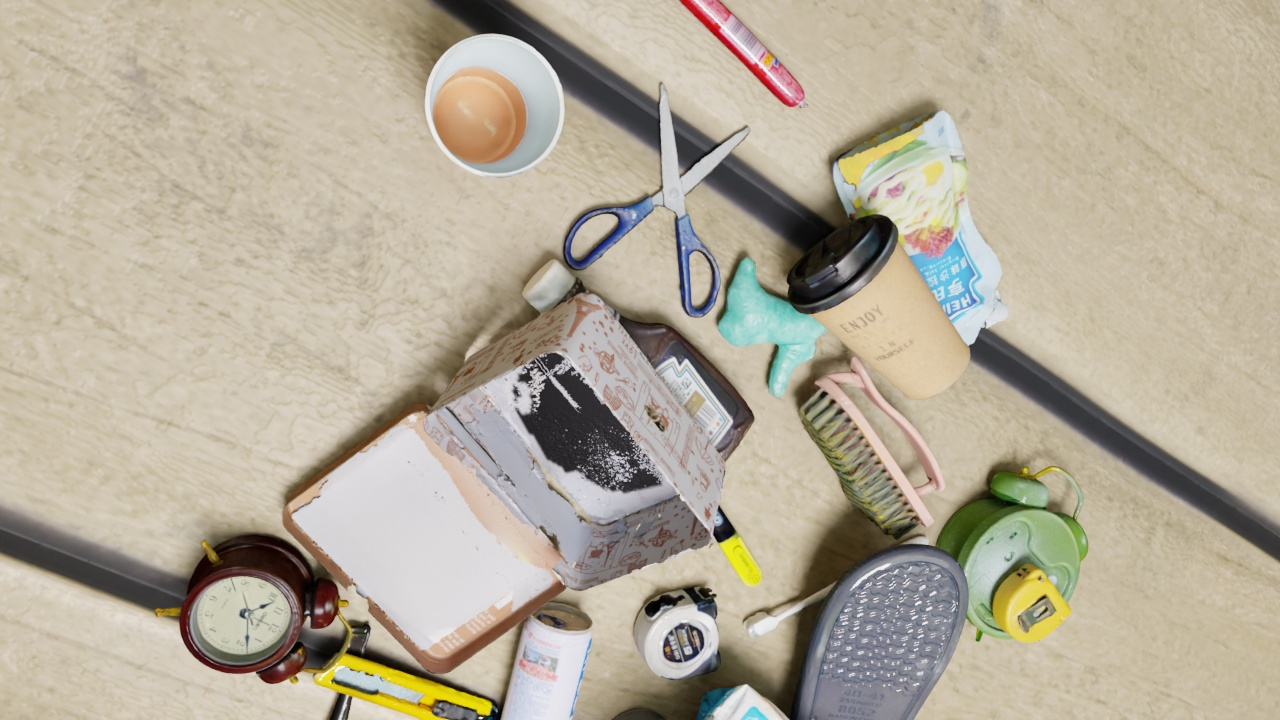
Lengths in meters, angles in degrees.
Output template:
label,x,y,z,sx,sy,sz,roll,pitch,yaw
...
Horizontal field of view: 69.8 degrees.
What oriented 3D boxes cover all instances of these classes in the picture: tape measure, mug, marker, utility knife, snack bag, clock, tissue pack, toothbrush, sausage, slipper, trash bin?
label,x,y,z,sx,sy,sz,roll,pitch,yaw
tape measure,0.321,0.203,0.754,0.057,0.029,0.060,-41,108,-4
mug,-0.098,-0.152,0.570,0.078,0.123,0.078,-3,101,-16
marker,0.063,0.131,0.732,0.018,0.015,0.124,-35,107,-13
utility knife,-0.168,0.251,0.678,0.154,0.015,0.033,31,80,-28
snack bag,0.223,-0.089,0.723,0.110,0.039,0.191,-29,109,-11
clock,-0.256,0.172,0.625,0.122,0.055,0.082,34,90,-17
clock,0.324,0.162,0.792,0.161,0.056,0.116,-47,110,-3
tape measure,0.029,0.218,0.730,0.066,0.033,0.066,-6,101,-17
tissue pack,0.103,0.315,0.716,0.140,0.090,0.063,43,72,11
toothbrush,0.167,0.188,0.776,0.180,0.016,0.016,-23,108,-13
toothbrush,-0.232,0.294,0.673,0.027,0.026,0.212,13,95,-37
sausage,0.066,-0.234,0.656,0.156,0.020,0.020,39,89,-20
slipper,0.179,0.248,0.764,0.110,0.083,0.269,10,116,-6
trash bin,0.022,0.398,0.666,0.199,0.220,0.198,-43,108,-5

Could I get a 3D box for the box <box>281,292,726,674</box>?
label,x,y,z,sx,sy,sz,roll,pitch,yaw
box,-0.093,0.093,0.640,0.272,0.106,0.178,-32,109,16

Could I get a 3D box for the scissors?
label,x,y,z,sx,sy,sz,roll,pitch,yaw
scissors,0.017,-0.109,0.671,0.162,0.012,0.176,-20,105,-11

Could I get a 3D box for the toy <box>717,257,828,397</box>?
label,x,y,z,sx,sy,sz,roll,pitch,yaw
toy,0.102,-0.022,0.705,0.092,0.030,0.096,15,99,-16

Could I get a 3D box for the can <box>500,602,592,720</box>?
label,x,y,z,sx,sy,sz,roll,pitch,yaw
can,-0.075,0.256,0.696,0.053,0.053,0.134,12,97,-18

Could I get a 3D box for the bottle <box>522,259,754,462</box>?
label,x,y,z,sx,sy,sz,roll,pitch,yaw
bottle,-0.004,0.004,0.671,0.195,0.044,0.079,43,77,-18

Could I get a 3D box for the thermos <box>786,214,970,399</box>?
label,x,y,z,sx,sy,sz,roll,pitch,yaw
thermos,0.178,-0.038,0.680,0.093,0.093,0.143,-47,110,-3

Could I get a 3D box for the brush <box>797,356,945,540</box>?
label,x,y,z,sx,sy,sz,roll,pitch,yaw
brush,0.183,0.067,0.730,0.073,0.063,0.145,-37,107,-2
